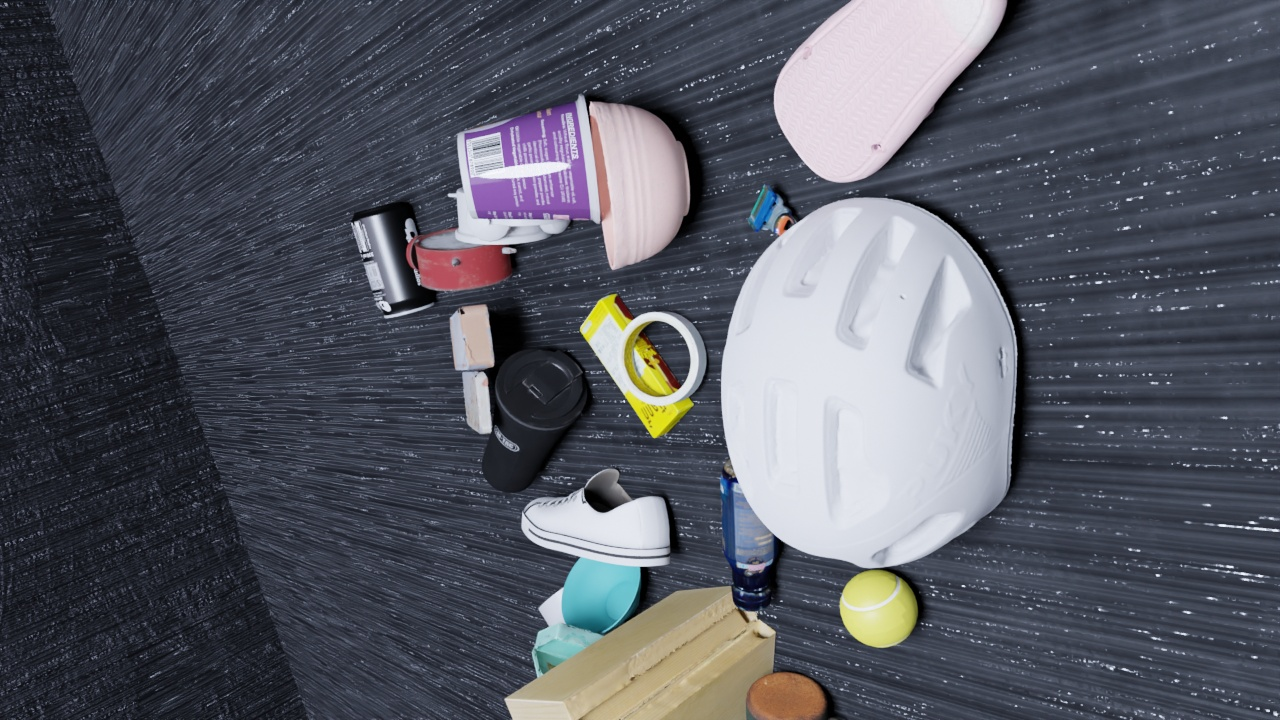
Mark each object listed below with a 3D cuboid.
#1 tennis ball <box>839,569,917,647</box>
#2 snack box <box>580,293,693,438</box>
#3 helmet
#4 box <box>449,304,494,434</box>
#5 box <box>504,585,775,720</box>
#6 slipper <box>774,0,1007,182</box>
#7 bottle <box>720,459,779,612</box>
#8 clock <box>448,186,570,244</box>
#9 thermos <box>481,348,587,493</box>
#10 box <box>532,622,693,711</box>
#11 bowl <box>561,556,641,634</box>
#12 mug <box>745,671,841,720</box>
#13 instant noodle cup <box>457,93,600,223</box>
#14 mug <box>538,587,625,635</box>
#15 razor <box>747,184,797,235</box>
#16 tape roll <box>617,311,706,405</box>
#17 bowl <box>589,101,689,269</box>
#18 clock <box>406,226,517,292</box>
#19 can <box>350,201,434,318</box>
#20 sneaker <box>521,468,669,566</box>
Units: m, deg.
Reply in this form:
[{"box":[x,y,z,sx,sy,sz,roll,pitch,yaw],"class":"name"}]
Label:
[{"box":[0.207,0.215,0.796,0.065,0.065,0.065,26,127,40],"class":"tennis ball"},{"box":[-0.006,0.006,0.975,0.149,0.025,0.061,55,141,14],"class":"snack box"},{"box":[0.167,0.019,0.703,0.224,0.183,0.282,15,104,40],"class":"helmet"},{"box":[-0.204,0.013,1.124,0.216,0.043,0.151,179,80,-75],"class":"box"},{"box":[0.019,0.339,0.937,0.184,0.247,0.142,53,141,18],"class":"box"},{"box":[0.169,-0.202,0.637,0.107,0.055,0.222,60,151,7],"class":"slipper"},{"box":[0.108,0.171,0.899,0.056,0.056,0.161,20,123,44],"class":"bottle"},{"box":[-0.139,-0.154,0.984,0.159,0.119,0.061,26,123,54],"class":"clock"},{"box":[-0.141,0.083,1.123,0.106,0.105,0.219,52,145,18],"class":"thermos"},{"box":[-0.035,0.373,1.067,0.078,0.188,0.079,-38,35,52],"class":"box"},{"box":[-0.035,0.284,1.117,0.121,0.121,0.046,8,154,48],"class":"bowl"},{"box":[0.162,0.373,0.927,0.111,0.084,0.081,1,111,17],"class":"mug"},{"box":[-0.109,-0.191,0.884,0.122,0.122,0.136,89,172,-64],"class":"instant noodle cup"},{"box":[-0.069,0.342,1.190,0.096,0.083,0.120,54,168,16],"class":"mug"},{"box":[0.146,-0.087,0.754,0.141,0.018,0.044,46,141,19],"class":"razor"},{"box":[0.021,-0.002,0.919,0.094,0.019,0.094,4,98,32],"class":"tape roll"},{"box":[0.001,-0.160,0.823,0.153,0.076,0.153,171,92,-85],"class":"bowl"},{"box":[-0.220,-0.121,1.101,0.157,0.109,0.062,25,126,49],"class":"clock"},{"box":[-0.336,-0.137,1.252,0.080,0.080,0.146,0,108,50],"class":"can"},{"box":[-0.057,0.174,1.085,0.246,0.091,0.097,2,90,54],"class":"sneaker"}]
